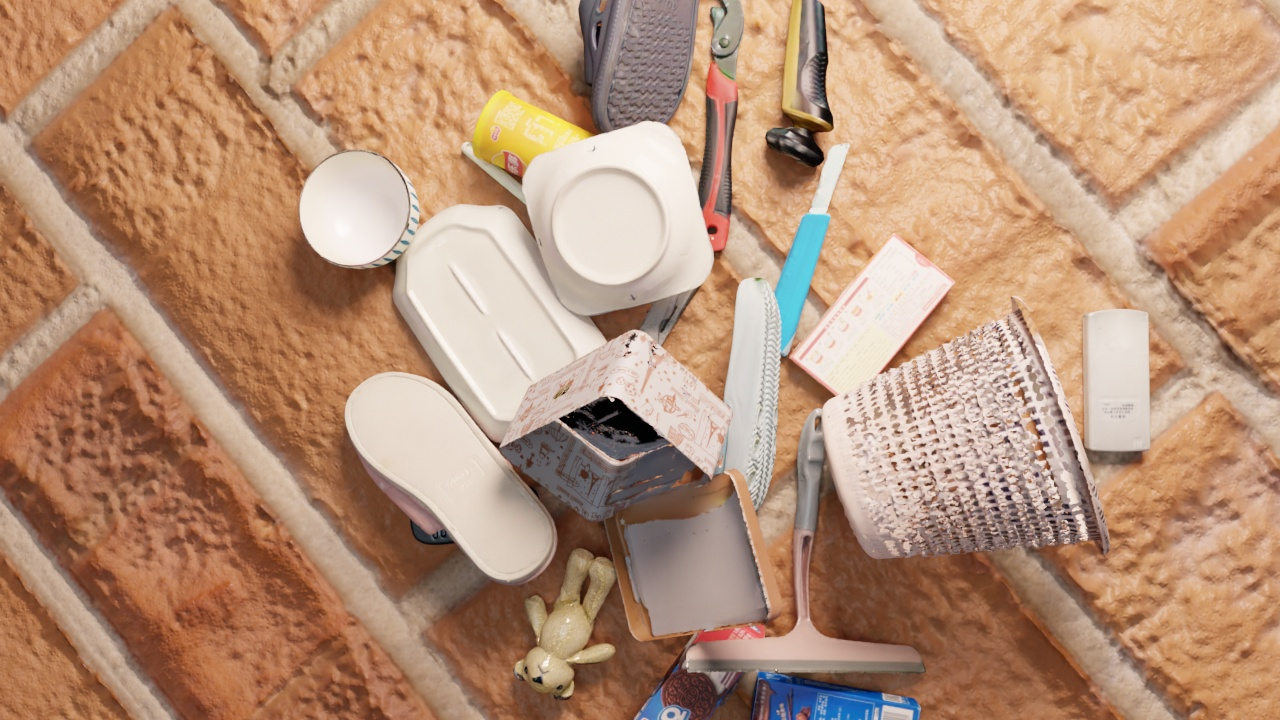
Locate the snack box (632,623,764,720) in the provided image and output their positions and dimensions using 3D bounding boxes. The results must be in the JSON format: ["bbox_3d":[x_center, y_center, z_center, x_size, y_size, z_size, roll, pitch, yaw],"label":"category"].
[{"bbox_3d":[0.042,0.334,0.897,0.058,0.057,0.207,35,94,8],"label":"snack box"}]

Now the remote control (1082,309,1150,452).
[{"bbox_3d":[0.450,0.019,0.869,0.056,0.019,0.135,-2,90,6],"label":"remote control"}]

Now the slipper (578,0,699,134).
[{"bbox_3d":[-0.002,-0.340,0.887,0.083,0.110,0.268,15,94,45],"label":"slipper"}]

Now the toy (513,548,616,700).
[{"bbox_3d":[-0.070,0.259,0.903,0.105,0.066,0.157,25,99,11],"label":"toy"}]

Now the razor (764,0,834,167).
[{"bbox_3d":[0.155,-0.272,0.888,0.068,0.062,0.167,0,84,37],"label":"razor"}]

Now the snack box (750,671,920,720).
[{"bbox_3d":[0.186,0.361,0.896,0.157,0.026,0.084,9,91,6],"label":"snack box"}]

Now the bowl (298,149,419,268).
[{"bbox_3d":[-0.274,-0.147,0.922,0.116,0.066,0.116,0,88,9],"label":"bowl"}]

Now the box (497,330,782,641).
[{"bbox_3d":[0.007,0.117,0.819,0.179,0.124,0.274,-26,98,44],"label":"box"}]

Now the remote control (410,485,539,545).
[{"bbox_3d":[-0.166,0.156,0.934,0.136,0.024,0.053,-10,83,6],"label":"remote control"}]

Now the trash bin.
[{"bbox_3d":[0.273,0.080,0.806,0.192,0.227,0.227,-19,88,18],"label":"trash bin"}]

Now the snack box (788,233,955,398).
[{"bbox_3d":[0.223,-0.038,0.890,0.077,0.027,0.156,40,94,4],"label":"snack box"}]

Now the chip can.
[{"bbox_3d":[-0.055,-0.188,0.897,0.213,0.072,0.072,26,93,5],"label":"chip can"}]

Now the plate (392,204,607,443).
[{"bbox_3d":[-0.146,-0.038,0.918,0.162,0.034,0.265,-36,83,7],"label":"plate"}]

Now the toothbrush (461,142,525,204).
[{"bbox_3d":[-0.110,-0.159,0.930,0.189,0.020,0.029,41,64,5],"label":"toothbrush"}]

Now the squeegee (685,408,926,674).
[{"bbox_3d":[0.162,0.171,0.888,0.247,0.040,0.249,7,81,-16],"label":"squeegee"}]

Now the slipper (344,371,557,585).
[{"bbox_3d":[-0.188,0.114,0.907,0.274,0.054,0.114,40,75,19],"label":"slipper"}]

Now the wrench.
[{"bbox_3d":[0.075,-0.245,0.910,0.056,0.016,0.273,0,90,10],"label":"wrench"}]

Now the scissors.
[{"bbox_3d":[0.007,0.011,0.920,0.206,0.015,0.196,-21,87,6],"label":"scissors"}]

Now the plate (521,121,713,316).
[{"bbox_3d":[-0.025,-0.126,0.851,0.164,0.034,0.163,-15,102,16],"label":"plate"}]

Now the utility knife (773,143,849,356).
[{"bbox_3d":[0.163,-0.111,0.899,0.034,0.018,0.216,19,94,8],"label":"utility knife"}]

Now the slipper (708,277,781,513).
[{"bbox_3d":[0.087,0.044,0.867,0.074,0.104,0.245,6,94,19],"label":"slipper"}]
